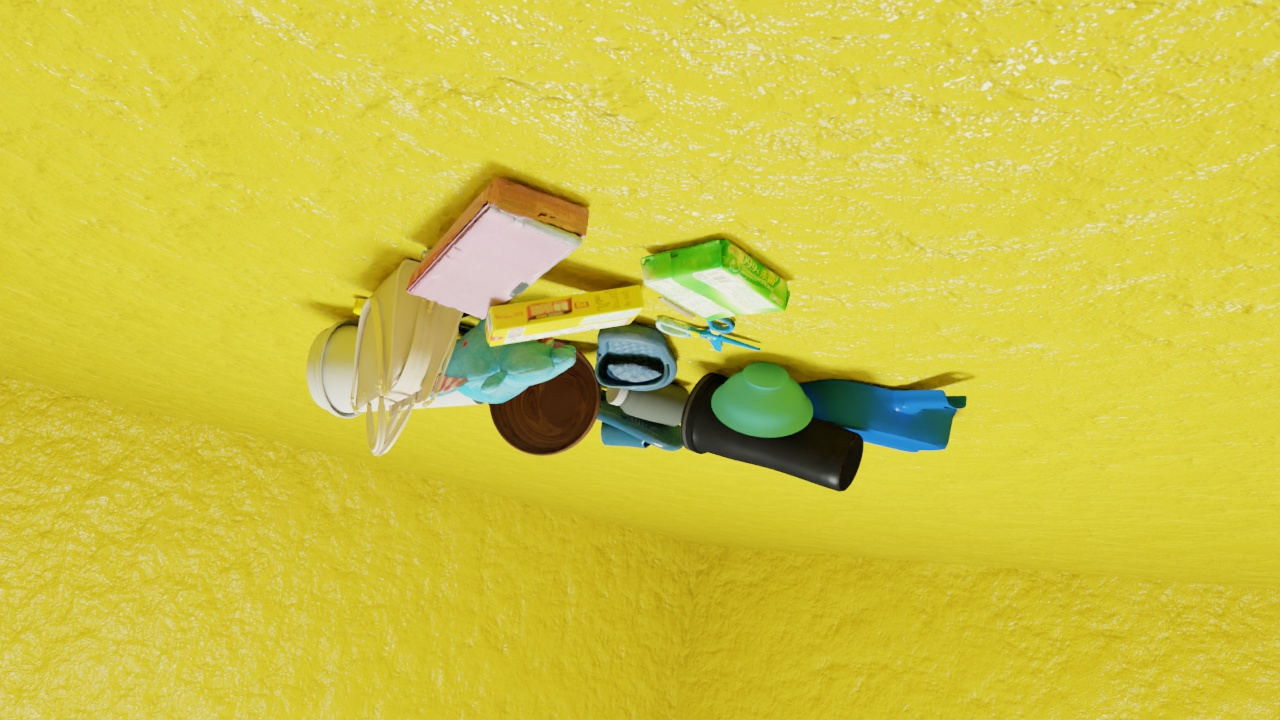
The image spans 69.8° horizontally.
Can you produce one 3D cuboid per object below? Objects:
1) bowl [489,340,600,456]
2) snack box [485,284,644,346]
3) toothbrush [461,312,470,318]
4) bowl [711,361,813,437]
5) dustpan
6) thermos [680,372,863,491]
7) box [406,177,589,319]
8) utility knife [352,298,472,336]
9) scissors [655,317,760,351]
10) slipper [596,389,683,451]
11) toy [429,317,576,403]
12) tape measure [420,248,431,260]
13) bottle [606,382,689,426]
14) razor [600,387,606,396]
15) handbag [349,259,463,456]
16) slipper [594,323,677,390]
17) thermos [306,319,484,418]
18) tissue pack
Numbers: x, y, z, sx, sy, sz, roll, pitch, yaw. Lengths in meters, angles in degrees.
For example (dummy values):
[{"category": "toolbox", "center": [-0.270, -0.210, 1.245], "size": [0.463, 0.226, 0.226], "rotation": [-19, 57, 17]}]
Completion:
[{"category": "bowl", "center": [-0.114, 0.051, 1.185], "size": [0.147, 0.147, 0.069], "rotation": [6, 173, 16]}, {"category": "snack box", "center": [-0.077, -0.045, 0.920], "size": [0.152, 0.025, 0.075], "rotation": [-10, 172, -14]}, {"category": "toothbrush", "center": [-0.193, -0.059, 1.070], "size": [0.014, 0.017, 0.188], "rotation": [16, 165, -27]}, {"category": "bowl", "center": [0.147, 0.036, 1.089], "size": [0.121, 0.120, 0.046], "rotation": [8, 125, 9]}, {"category": "dustpan", "center": [0.312, 0.070, 1.133], "size": [0.245, 0.059, 0.258], "rotation": [14, 174, -14]}, {"category": "thermos", "center": [0.159, 0.092, 1.132], "size": [0.219, 0.105, 0.106], "rotation": [18, 171, 31]}, {"category": "box", "center": [-0.136, -0.091, 0.824], "size": [0.098, 0.041, 0.233], "rotation": [15, 159, -28]}, {"category": "utility knife", "center": [-0.261, -0.046, 1.157], "size": [0.197, 0.020, 0.029], "rotation": [13, 169, -17]}, {"category": "scissors", "center": [0.072, -0.029, 1.012], "size": [0.125, 0.016, 0.125], "rotation": [9, 164, 16]}, {"category": "slipper", "center": [-0.031, 0.087, 1.328], "size": [0.214, 0.059, 0.103], "rotation": [21, -160, 24]}, {"category": "toy", "center": [-0.155, -0.007, 1.062], "size": [0.182, 0.115, 0.181], "rotation": [-24, -169, -40]}, {"category": "tape measure", "center": [-0.181, -0.094, 0.928], "size": [0.064, 0.016, 0.065], "rotation": [2, 163, 27]}, {"category": "bottle", "center": [0.011, 0.051, 1.255], "size": [0.108, 0.060, 0.060], "rotation": [17, 163, -26]}, {"category": "razor", "center": [-0.089, 0.016, 1.271], "size": [0.044, 0.018, 0.141], "rotation": [27, 173, 32]}, {"category": "handbag", "center": [-0.268, 0.009, 1.015], "size": [0.101, 0.197, 0.195], "rotation": [17, 163, -25]}, {"category": "slipper", "center": [-0.007, 0.006, 1.109], "size": [0.104, 0.059, 0.214], "rotation": [7, 163, 2]}, {"category": "thermos", "center": [-0.310, 0.014, 1.204], "size": [0.222, 0.131, 0.131], "rotation": [1, 163, 17]}, {"category": "tissue pack", "center": [0.067, -0.069, 0.828], "size": [0.100, 0.034, 0.114], "rotation": [-7, 157, 41]}]
